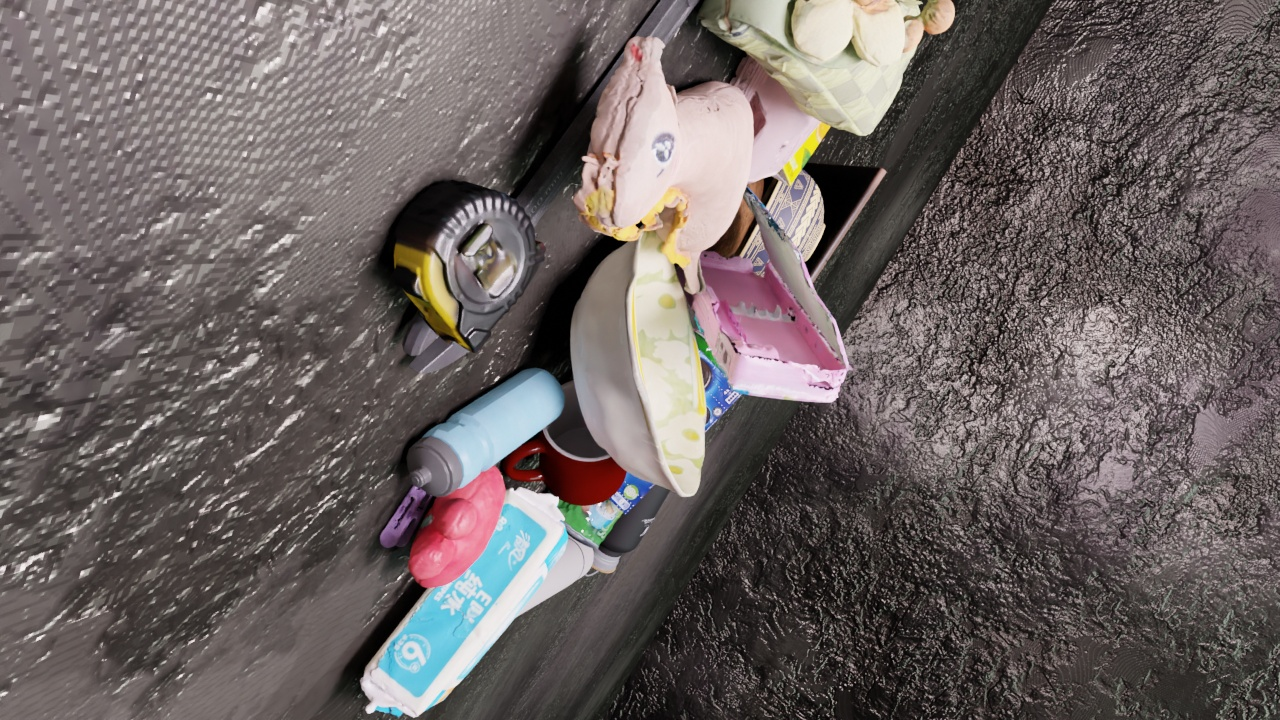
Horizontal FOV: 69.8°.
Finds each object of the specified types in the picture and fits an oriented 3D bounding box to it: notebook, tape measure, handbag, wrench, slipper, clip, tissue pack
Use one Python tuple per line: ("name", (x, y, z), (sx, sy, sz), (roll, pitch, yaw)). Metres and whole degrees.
("notebook", (0.150, -0.110, 0.934), (0.209, 0.008, 0.141), (-57, -156, 1))
("tape measure", (-0.076, -0.048, 0.413), (0.067, 0.038, 0.063), (-52, 140, -18))
("handbag", (0.125, -0.209, 0.545), (0.186, 0.117, 0.113), (20, 97, -49))
("wrench", (-0.040, -0.107, 0.487), (0.273, 0.018, 0.073), (-56, 166, -9))
("slipper", (0.109, -0.199, 0.675), (0.094, 0.064, 0.240), (-31, 150, -59))
("clip", (-0.148, 0.096, 0.584), (0.053, 0.013, 0.036), (-56, 167, -13))
("tissue pack", (-0.134, 0.191, 0.714), (0.209, 0.066, 0.117), (-51, 173, -15))

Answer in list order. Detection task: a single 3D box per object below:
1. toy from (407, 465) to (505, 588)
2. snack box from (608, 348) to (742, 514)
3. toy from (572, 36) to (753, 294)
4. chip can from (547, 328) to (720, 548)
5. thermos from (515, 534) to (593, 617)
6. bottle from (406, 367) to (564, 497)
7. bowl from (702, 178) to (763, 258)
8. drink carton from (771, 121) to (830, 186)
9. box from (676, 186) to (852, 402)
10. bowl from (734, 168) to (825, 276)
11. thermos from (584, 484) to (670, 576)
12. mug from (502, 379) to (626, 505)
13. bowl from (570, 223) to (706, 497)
("toy", (-0.121, 0.110, 0.609), (0.091, 0.045, 0.135), (-61, 180, -6))
("snack box", (0.010, 0.053, 0.808), (0.150, 0.082, 0.027), (-46, 176, -1))
("toy", (0.019, -0.095, 0.545), (0.263, 0.065, 0.196), (-53, 153, -62))
("chip can", (-0.006, 0.069, 0.865), (0.223, 0.075, 0.075), (-53, 165, -10))
("thermos", (-0.102, 0.207, 0.890), (0.052, 0.052, 0.224), (-58, 166, 7))
("bottle", (-0.098, 0.045, 0.577), (0.129, 0.040, 0.040), (-37, 156, -52))
("bowl", (0.084, -0.124, 0.830), (0.114, 0.026, 0.101), (-59, 165, 11))
("drink carton", (0.143, -0.221, 0.771), (0.134, 0.043, 0.058), (-56, 157, 1))
("box", (0.091, -0.062, 0.691), (0.230, 0.085, 0.097), (-105, -156, -64))
("bowl", (0.139, -0.125, 0.873), (0.112, 0.061, 0.112), (-63, -179, 2))
("thermos", (-0.008, 0.169, 1.095), (0.232, 0.061, 0.061), (-61, 165, 19))
("mug", (-0.058, 0.071, 0.726), (0.105, 0.073, 0.083), (-19, 152, -18))
("bowl", (-0.004, 0.004, 0.642), (0.219, 0.060, 0.188), (27, 56, -73))
